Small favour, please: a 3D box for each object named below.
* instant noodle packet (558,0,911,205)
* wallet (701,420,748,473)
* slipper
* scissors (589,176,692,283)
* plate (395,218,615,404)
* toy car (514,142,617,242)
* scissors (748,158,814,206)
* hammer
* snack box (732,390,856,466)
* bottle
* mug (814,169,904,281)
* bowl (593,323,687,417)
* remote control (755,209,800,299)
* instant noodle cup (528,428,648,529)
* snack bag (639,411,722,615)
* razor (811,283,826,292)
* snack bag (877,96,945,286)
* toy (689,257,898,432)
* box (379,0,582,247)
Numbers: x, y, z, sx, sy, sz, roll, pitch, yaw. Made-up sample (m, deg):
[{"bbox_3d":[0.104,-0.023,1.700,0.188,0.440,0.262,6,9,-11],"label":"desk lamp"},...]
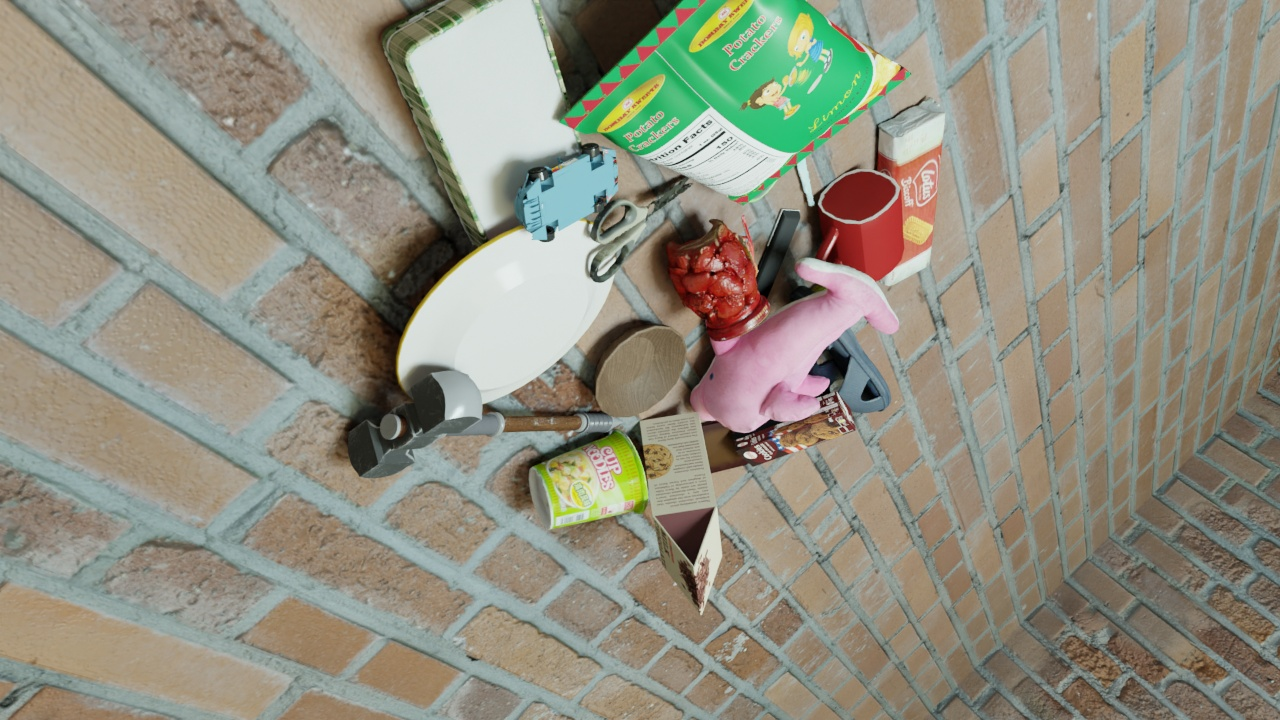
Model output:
[{"bbox_3d":[0.086,-0.219,0.759,0.196,0.090,0.252,-36,151,32],"label":"instant noodle packet"},{"bbox_3d":[0.099,0.110,1.178,0.115,0.018,0.092,-12,130,-30],"label":"wallet"},{"bbox_3d":[0.236,0.009,1.145,0.082,0.101,0.263,-45,137,-2],"label":"slipper"},{"bbox_3d":[0.004,-0.140,0.839,0.169,0.012,0.133,-56,157,-11],"label":"scissors"},{"bbox_3d":[-0.111,-0.031,0.823,0.229,0.021,0.230,-32,154,-18],"label":"plate"},{"bbox_3d":[-0.062,-0.139,0.741,0.107,0.027,0.060,-37,136,-39],"label":"toy car"},{"bbox_3d":[0.164,-0.223,0.949,0.171,0.021,0.172,-39,135,-11],"label":"scissors"},{"bbox_3d":[-0.118,0.063,0.910,0.156,0.043,0.321,-31,160,32],"label":"hammer"},{"bbox_3d":[0.190,0.087,1.142,0.141,0.031,0.051,-23,141,22],"label":"snack box"},{"bbox_3d":[0.080,-0.087,0.933,0.099,0.099,0.111,-38,111,-9],"label":"bottle"},{"bbox_3d":[0.238,-0.140,1.028,0.116,0.080,0.097,-41,141,-16],"label":"mug"},{"bbox_3d":[-0.006,0.006,0.984,0.117,0.030,0.118,-23,136,-25],"label":"bowl"},{"bbox_3d":[0.149,-0.111,1.032,0.028,0.012,0.124,-5,126,-38],"label":"remote control"},{"bbox_3d":[-0.060,0.136,1.006,0.107,0.099,0.099,-14,132,-22],"label":"instant noodle cup"},{"bbox_3d":[0.049,0.169,1.026,0.070,0.206,0.094,-9,134,1],"label":"snack bag"},{"bbox_3d":[0.239,-0.065,1.145,0.042,0.026,0.106,-41,144,-9],"label":"razor"},{"bbox_3d":[0.316,-0.192,1.088,0.077,0.041,0.225,-29,139,-16],"label":"snack bag"},{"bbox_3d":[0.159,0.007,1.017,0.186,0.127,0.266,31,123,-28],"label":"toy"},{"bbox_3d":[-0.111,-0.184,0.719,0.117,0.050,0.206,-37,141,-16],"label":"box"}]
